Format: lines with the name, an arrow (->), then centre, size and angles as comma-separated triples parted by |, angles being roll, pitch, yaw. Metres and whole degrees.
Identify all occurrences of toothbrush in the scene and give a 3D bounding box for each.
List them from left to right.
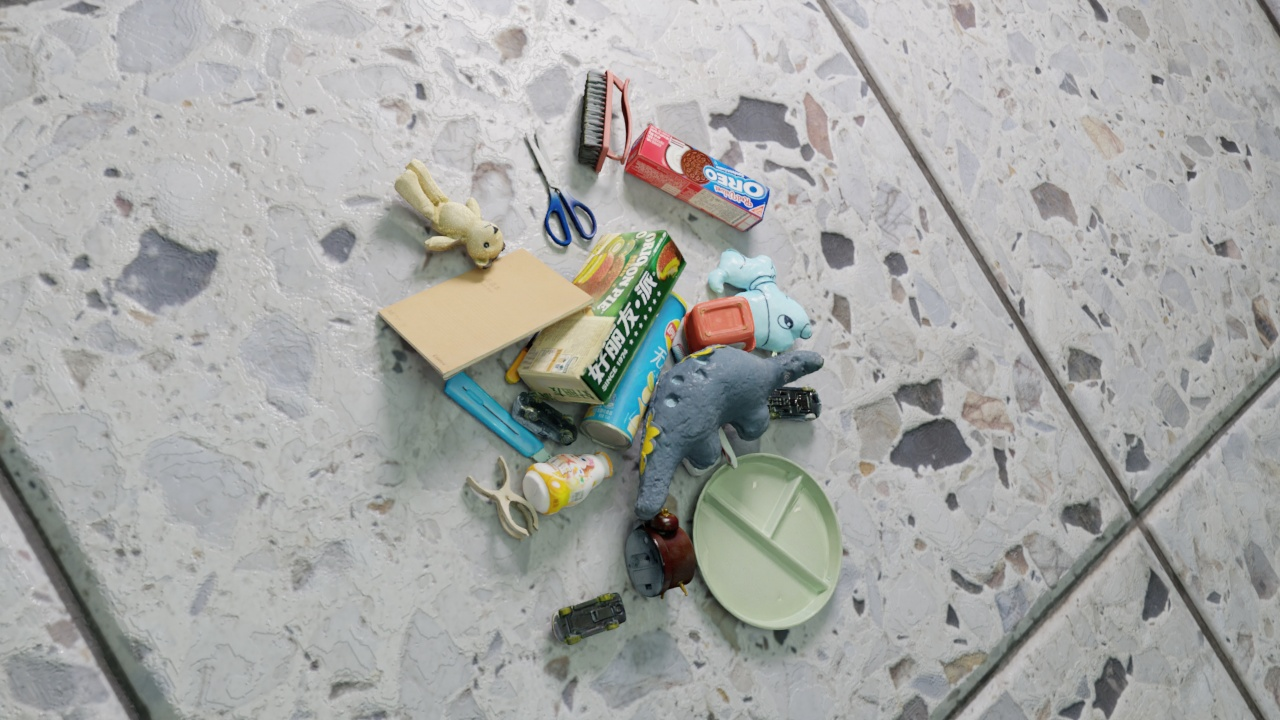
toothbrush -> 0.084, 0.060, 1.217 | 0.017, 0.016, 0.187 | -18, 73, -21

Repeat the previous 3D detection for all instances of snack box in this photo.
snack box -> -0.046, -0.057, 1.142 | 0.063, 0.115, 0.239 | 52, 54, -37
snack box -> 0.083, -0.257, 1.310 | 0.207, 0.058, 0.057 | 25, 67, -17
snack box -> 0.108, -0.043, 1.225 | 0.091, 0.080, 0.082 | -11, 78, -3

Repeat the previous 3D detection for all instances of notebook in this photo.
notebook -> -0.184, -0.063, 1.095 | 0.211, 0.012, 0.149 | -29, 49, -30

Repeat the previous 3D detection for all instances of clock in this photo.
clock -> 0.022, 0.228, 1.110 | 0.055, 0.082, 0.122 | -6, 77, -32

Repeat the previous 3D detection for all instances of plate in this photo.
plate -> 0.166, 0.236, 1.208 | 0.230, 0.028, 0.230 | 8, 70, -23

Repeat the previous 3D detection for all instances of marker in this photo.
marker -> -0.133, -0.019, 1.154 | 0.018, 0.015, 0.123 | 39, 59, -12

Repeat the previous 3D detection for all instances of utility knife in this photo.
utility knife -> -0.171, 0.071, 1.104 | 0.161, 0.018, 0.034 | 42, 60, -10

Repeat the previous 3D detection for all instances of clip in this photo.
clip -> -0.157, 0.165, 1.072 | 0.070, 0.035, 0.100 | -31, 84, -29

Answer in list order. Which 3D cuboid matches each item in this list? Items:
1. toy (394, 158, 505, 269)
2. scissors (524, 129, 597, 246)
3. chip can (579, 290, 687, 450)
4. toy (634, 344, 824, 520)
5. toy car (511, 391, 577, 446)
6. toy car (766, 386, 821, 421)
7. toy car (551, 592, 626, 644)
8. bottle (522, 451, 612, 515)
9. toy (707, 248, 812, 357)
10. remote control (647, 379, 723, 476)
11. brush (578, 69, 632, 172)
toy -> -0.232, -0.181, 1.127 | 0.157, 0.066, 0.104 | 43, 43, -15
scissors -> -0.123, -0.229, 1.227 | 0.173, 0.012, 0.126 | 42, 60, -6
chip can -> -0.007, 0.007, 1.172 | 0.071, 0.071, 0.209 | 30, 63, -15
toy -> 0.093, 0.055, 1.159 | 0.355, 0.092, 0.138 | -34, 82, -30
toy car -> -0.116, 0.073, 1.116 | 0.090, 0.034, 0.042 | 33, 23, -23
toy car -> 0.204, 0.061, 1.280 | 0.105, 0.031, 0.049 | 4, 73, -23
toy car -> -0.062, 0.302, 1.071 | 0.090, 0.035, 0.042 | -12, 78, -28
bottle -> -0.085, 0.141, 1.097 | 0.108, 0.063, 0.063 | -18, 82, -37
toy -> 0.170, -0.079, 1.299 | 0.161, 0.050, 0.156 | 10, 71, -12
remote control -> 0.056, 0.085, 1.207 | 0.055, 0.020, 0.136 | -32, 89, -29
brush -> -0.046, -0.337, 1.270 | 0.069, 0.063, 0.145 | 7, 69, -12
